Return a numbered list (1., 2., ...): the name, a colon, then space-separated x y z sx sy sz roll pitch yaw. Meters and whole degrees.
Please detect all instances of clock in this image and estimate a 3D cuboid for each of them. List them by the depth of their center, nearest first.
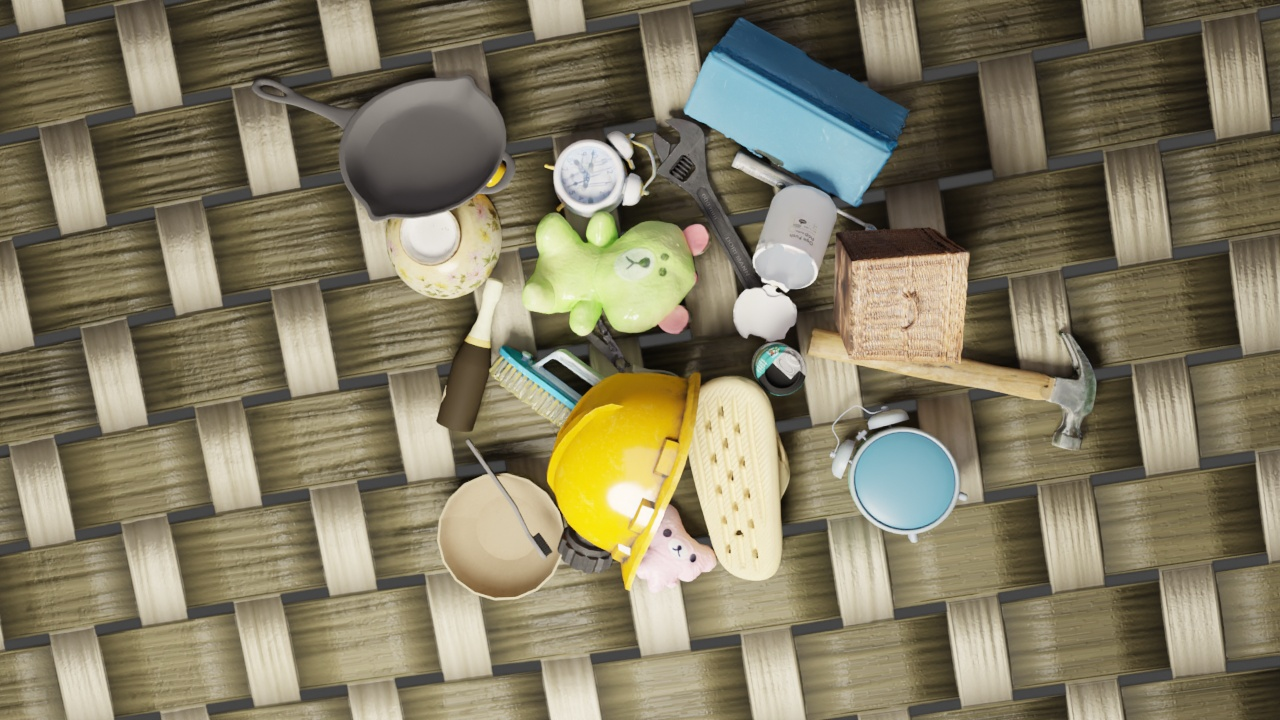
1. clock: 0.290 0.123 1.064 0.122 0.075 0.161 -43 78 6
2. clock: -0.044 -0.217 1.067 0.125 0.052 0.089 -16 92 2

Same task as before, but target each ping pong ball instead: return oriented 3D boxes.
1. ping pong ball: -0.176 -0.218 1.079 0.040 0.040 0.040 0 94 3

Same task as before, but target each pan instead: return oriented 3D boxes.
1. pan: -0.305 -0.264 1.071 0.355 0.024 0.216 22 70 13

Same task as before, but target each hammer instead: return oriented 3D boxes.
1. hammer: 0.361 0.008 1.069 0.330 0.033 0.132 11 97 3

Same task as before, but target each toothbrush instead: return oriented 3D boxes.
1. toothbrush: 0.193 -0.194 1.068 0.185 0.024 0.022 28 136 1
2. toothbrush: -0.155 0.160 1.068 0.013 0.013 0.167 -35 91 -3

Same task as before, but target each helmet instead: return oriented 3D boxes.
1. helmet: -0.032 0.113 1.005 0.131 0.204 0.256 18 114 -3

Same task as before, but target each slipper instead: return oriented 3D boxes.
1. slipper: 0.120 0.131 1.072 0.111 0.079 0.262 1 111 28

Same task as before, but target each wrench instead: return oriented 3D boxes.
1. wrench: 0.094 -0.161 1.079 0.073 0.018 0.273 -30 93 5

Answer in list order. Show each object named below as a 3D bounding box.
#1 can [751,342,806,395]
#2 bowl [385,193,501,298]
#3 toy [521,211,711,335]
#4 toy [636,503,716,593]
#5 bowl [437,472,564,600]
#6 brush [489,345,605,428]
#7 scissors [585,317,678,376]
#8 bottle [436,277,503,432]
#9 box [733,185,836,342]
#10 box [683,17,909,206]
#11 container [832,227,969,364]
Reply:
1. can: 0.156 0.008 1.045 0.055 0.101 0.055 0 94 3
2. bowl: -0.240 -0.146 1.077 0.145 0.063 0.145 0 94 4
3. toy: -0.030 -0.096 1.054 0.197 0.107 0.150 12 78 -6
4. toy: 0.034 0.231 1.086 0.099 0.053 0.095 49 57 -1
5. bowl: -0.163 0.207 1.105 0.152 0.050 0.152 0 94 3
6. brush: -0.108 0.020 1.085 0.136 0.055 0.075 36 100 1
7. scissors: -0.019 0.021 1.100 0.165 0.012 0.150 17 94 0
8. bottle: -0.197 -0.008 1.093 0.045 0.045 0.184 17 95 2
9. box: 0.164 -0.108 1.046 0.084 0.137 0.146 24 58 -1
10. box: 0.181 -0.289 1.058 0.231 0.112 0.094 29 140 2
11. container: 0.273 -0.074 0.984 0.113 0.198 0.114 0 106 6
